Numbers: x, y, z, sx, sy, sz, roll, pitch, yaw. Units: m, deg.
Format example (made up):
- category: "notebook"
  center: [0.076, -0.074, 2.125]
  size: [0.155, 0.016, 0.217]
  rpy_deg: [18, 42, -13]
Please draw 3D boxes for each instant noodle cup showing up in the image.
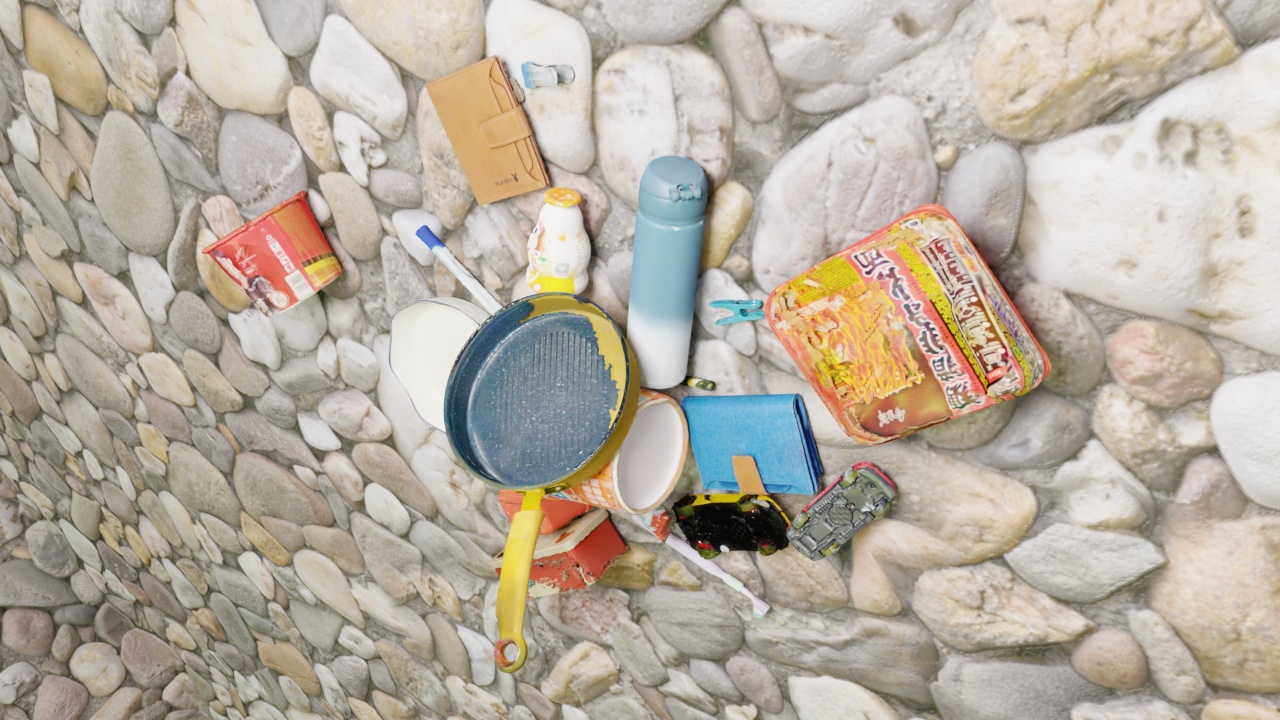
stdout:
- category: "instant noodle cup"
  center: [-0.030, 0.084, 0.928]
  size: [0.112, 0.151, 0.151]
  rpy_deg: [13, 125, 37]
- category: "instant noodle cup"
  center: [-0.442, -0.124, 1.119]
  size: [0.138, 0.137, 0.108]
  rpy_deg: [-13, 116, 40]
- category: "instant noodle cup"
  center: [0.212, -0.028, 0.737]
  size: [0.189, 0.078, 0.164]
  rpy_deg: [-28, 99, 42]

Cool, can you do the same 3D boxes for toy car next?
- category: "toy car"
  center: [0.098, 0.172, 0.976]
  size: [0.156, 0.041, 0.071]
  rpy_deg: [-13, 110, 46]
- category: "toy car"
  center: [0.193, 0.143, 0.885]
  size: [0.053, 0.045, 0.121]
  rpy_deg: [43, 122, 1]

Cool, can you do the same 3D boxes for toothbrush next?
- category: "toothbrush"
  center: [0.067, 0.232, 1.055]
  size: [0.189, 0.029, 0.021]
  rpy_deg: [35, 92, 15]
- category: "toothbrush"
  center: [-0.006, 0.006, 0.964]
  size: [0.186, 0.012, 0.017]
  rpy_deg: [13, 114, 30]

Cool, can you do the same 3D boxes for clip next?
- category: "clip"
  center: [-0.087, -0.264, 0.846]
  size: [0.057, 0.028, 0.024]
  rpy_deg: [14, 123, 40]
- category: "clip"
  center: [0.090, -0.047, 0.859]
  size: [0.056, 0.014, 0.041]
  rpy_deg: [-5, 116, 37]

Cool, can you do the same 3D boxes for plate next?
- category: "plate"
  center: [-0.212, 0.013, 1.096]
  size: [0.205, 0.045, 0.205]
  rpy_deg: [18, 128, 25]

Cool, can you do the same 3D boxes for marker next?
- category: "marker"
  center: [-0.199, -0.096, 1.035]
  size: [0.146, 0.016, 0.017]
  rpy_deg: [47, 134, 2]

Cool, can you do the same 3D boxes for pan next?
- category: "pan"
  center: [-0.098, 0.097, 0.827]
  size: [0.198, 0.356, 0.078]
  rpy_deg: [-12, 154, 20]

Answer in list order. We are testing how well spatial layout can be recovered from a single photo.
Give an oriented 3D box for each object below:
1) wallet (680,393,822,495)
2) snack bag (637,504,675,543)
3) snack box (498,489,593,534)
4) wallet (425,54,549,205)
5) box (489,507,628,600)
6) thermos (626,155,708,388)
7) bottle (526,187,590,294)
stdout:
- category: "wallet"
  center: [0.109, 0.083, 0.916]
  size: [0.133, 0.040, 0.106]
  rpy_deg: [-2, 112, 39]
- category: "snack bag"
  center: [0.001, 0.156, 1.031]
  size: [0.105, 0.026, 0.045]
  rpy_deg: [49, 147, 33]
- category: "snack box"
  center: [-0.116, 0.160, 1.091]
  size: [0.091, 0.079, 0.082]
  rpy_deg: [-5, 115, 48]
- category: "wallet"
  center: [-0.149, -0.224, 0.907]
  size: [0.108, 0.031, 0.132]
  rpy_deg: [-4, 116, 40]
- category: "box"
  center: [-0.100, 0.250, 1.137]
  size: [0.169, 0.091, 0.078]
  rpy_deg: [-24, 99, 43]
- category: "thermos"
  center: [0.023, -0.079, 0.854]
  size: [0.070, 0.070, 0.221]
  rpy_deg: [22, 128, 23]
- category: "bottle"
  center: [-0.080, -0.114, 0.904]
  size: [0.063, 0.063, 0.109]
  rpy_deg: [25, 130, 21]
